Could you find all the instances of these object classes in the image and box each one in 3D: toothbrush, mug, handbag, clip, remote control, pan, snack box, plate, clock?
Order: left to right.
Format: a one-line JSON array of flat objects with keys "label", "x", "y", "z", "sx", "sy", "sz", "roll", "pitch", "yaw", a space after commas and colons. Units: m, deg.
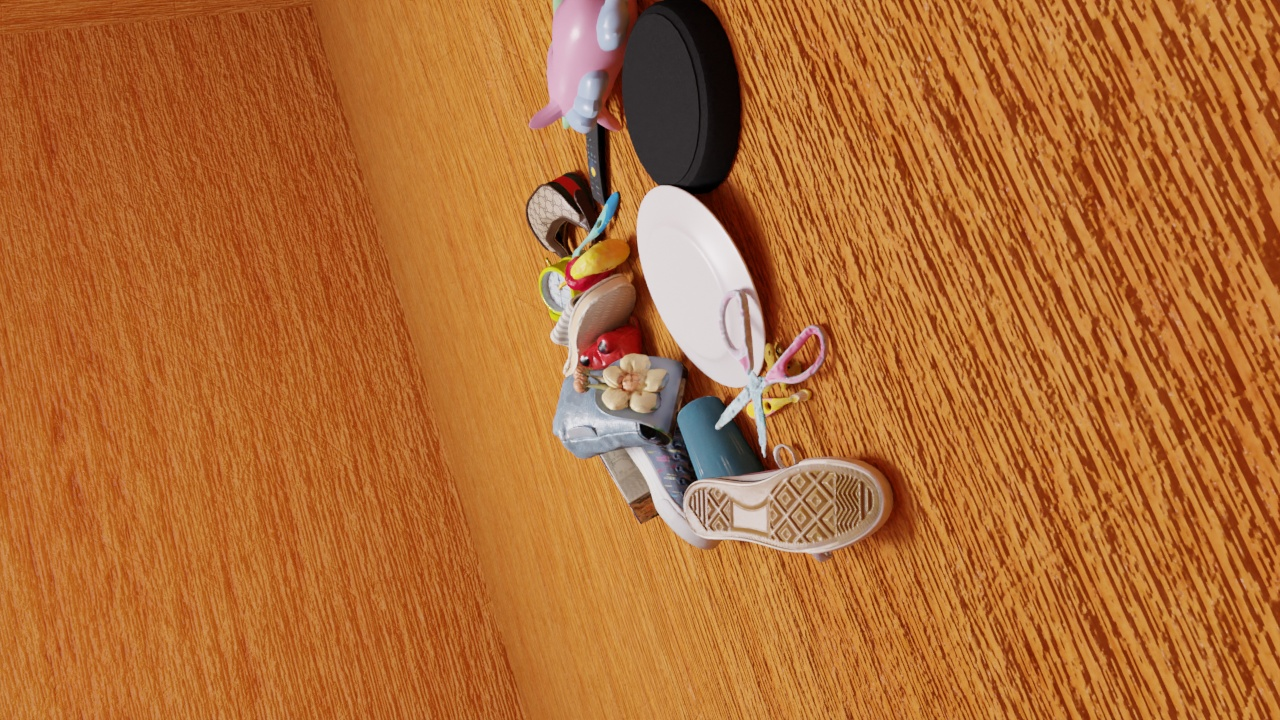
[{"label": "handbag", "x": -0.103, "y": -0.200, "z": 1.358, "sx": 0.138, "sy": 0.063, "sz": 0.167, "roll": 58, "pitch": 153, "yaw": -2}, {"label": "clock", "x": -0.102, "y": -0.097, "z": 1.351, "sx": 0.083, "sy": 0.056, "sz": 0.119, "roll": 7, "pitch": 116, "yaw": 41}, {"label": "remote control", "x": -0.058, "y": -0.283, "z": 1.229, "sx": 0.041, "sy": 0.020, "sz": 0.152, "roll": 46, "pitch": 145, "yaw": 50}, {"label": "toothbrush", "x": -0.059, "y": -0.183, "z": 1.266, "sx": 0.136, "sy": 0.017, "sz": 0.022, "roll": -50, "pitch": 49, "yaw": 41}, {"label": "handbag", "x": -0.035, "y": 0.052, "z": 1.163, "sx": 0.192, "sy": 0.118, "sz": 0.121, "roll": -9, "pitch": 54, "yaw": 38}, {"label": "snack box", "x": -0.025, "y": 0.152, "z": 1.308, "sx": 0.144, "sy": 0.042, "sz": 0.145, "roll": 57, "pitch": 175, "yaw": 21}, {"label": "pan", "x": 0.035, "y": -0.215, "z": 1.018, "sx": 0.204, "sy": 0.044, "sz": 0.356, "roll": 50, "pitch": 146, "yaw": 46}, {"label": "plate", "x": 0.058, "y": -0.077, "z": 1.024, "sx": 0.242, "sy": 0.016, "sz": 0.243, "roll": 49, "pitch": 154, "yaw": 33}, {"label": "mug", "x": 0.091, "y": 0.104, "z": 1.051, "sx": 0.078, "sy": 0.078, "sz": 0.121, "roll": 103, "pitch": 151, "yaw": -49}, {"label": "toothbrush", "x": 0.140, "y": 0.046, "z": 0.963, "sx": 0.021, "sy": 0.016, "sz": 0.136, "roll": 69, "pitch": 157, "yaw": 3}, {"label": "clip", "x": 0.142, "y": 0.007, "z": 0.933, "sx": 0.045, "sy": 0.048, "sz": 0.054, "roll": 27, "pitch": 152, "yaw": -2}]

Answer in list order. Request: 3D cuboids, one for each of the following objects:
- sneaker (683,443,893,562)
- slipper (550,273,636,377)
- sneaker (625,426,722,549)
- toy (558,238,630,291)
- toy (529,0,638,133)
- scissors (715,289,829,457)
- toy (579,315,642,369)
[{"label": "sneaker", "x": 0.152, "y": 0.141, "z": 0.907, "sx": 0.242, "sy": 0.087, "sz": 0.118, "roll": -11, "pitch": 81, "yaw": 47}, {"label": "slipper", "x": -0.069, "y": -0.046, "z": 1.288, "sx": 0.054, "sy": 0.114, "sz": 0.273, "roll": 55, "pitch": 160, "yaw": 16}, {"label": "sneaker", "x": 0.050, "y": 0.137, "z": 1.184, "sx": 0.079, "sy": 0.087, "sz": 0.235, "roll": -56, "pitch": 45, "yaw": 25}, {"label": "toy", "x": -0.066, "y": -0.122, "z": 1.246, "sx": 0.067, "sy": 0.105, "sz": 0.137, "roll": 62, "pitch": 166, "yaw": 1}, {"label": "toy", "x": -0.058, "y": -0.360, "z": 1.073, "sx": 0.222, "sy": 0.120, "sz": 0.171, "roll": -175, "pitch": 81, "yaw": -68}, {"label": "scissors", "x": 0.113, "y": 0.002, "z": 0.916, "sx": 0.168, "sy": 0.014, "sz": 0.171, "roll": 58, "pitch": 132, "yaw": 25}, {"label": "toy", "x": -0.008, "y": 0.007, "z": 1.265, "sx": 0.088, "sy": 0.093, "sz": 0.133, "roll": -26, "pitch": 105, "yaw": 37}]
